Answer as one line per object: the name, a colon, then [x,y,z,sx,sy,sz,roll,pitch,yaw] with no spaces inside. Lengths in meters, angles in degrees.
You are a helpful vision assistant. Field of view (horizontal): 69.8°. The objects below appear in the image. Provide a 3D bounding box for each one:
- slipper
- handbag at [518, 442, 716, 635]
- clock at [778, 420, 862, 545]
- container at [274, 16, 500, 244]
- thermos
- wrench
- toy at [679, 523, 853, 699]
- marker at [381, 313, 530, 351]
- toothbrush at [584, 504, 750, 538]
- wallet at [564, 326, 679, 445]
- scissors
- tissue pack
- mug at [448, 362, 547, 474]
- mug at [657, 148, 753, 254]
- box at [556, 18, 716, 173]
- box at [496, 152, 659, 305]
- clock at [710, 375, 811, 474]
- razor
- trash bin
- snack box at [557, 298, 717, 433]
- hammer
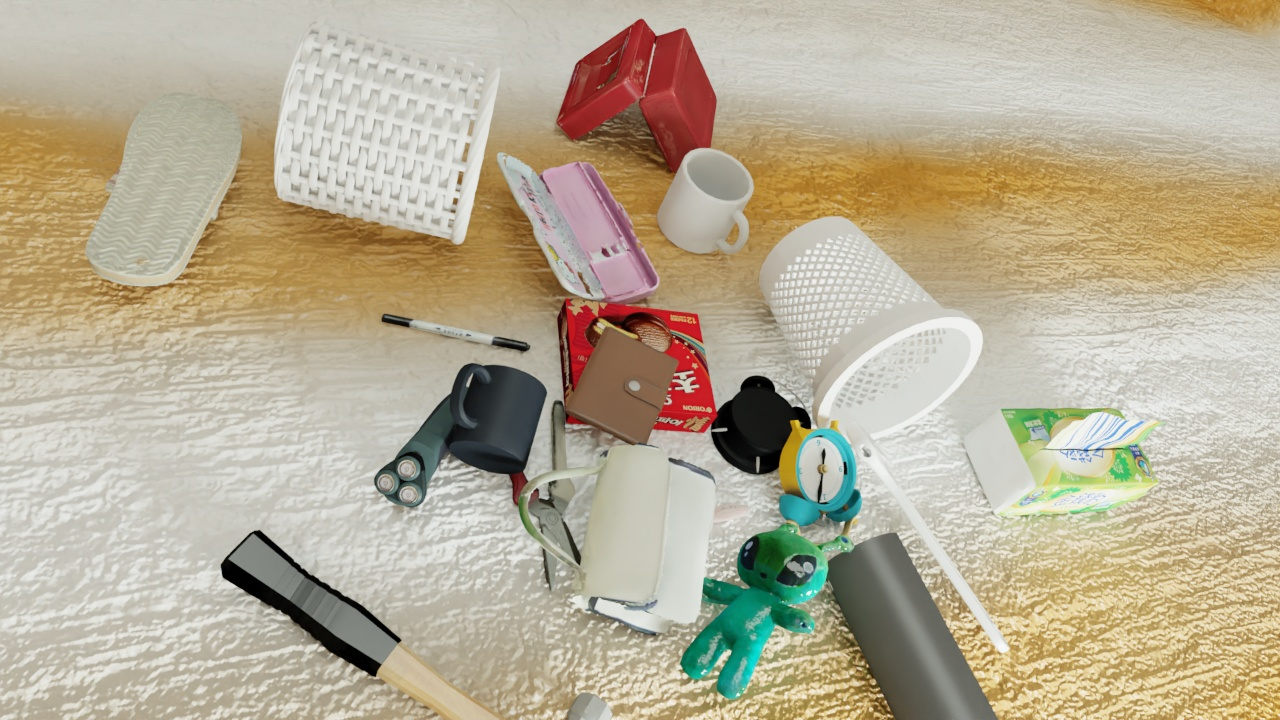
slipper: [-0.463,-0.166,0.895,0.115,0.052,0.262,8,49,-15]
handbag: [-0.023,0.146,0.810,0.176,0.074,0.151,22,59,-16]
clock: [0.183,0.126,0.939,0.099,0.044,0.129,1,83,-33]
container: [-0.255,-0.232,0.941,0.186,0.190,0.189,12,52,-13]
thermos: [0.258,0.286,0.845,0.082,0.082,0.240,-9,60,-28]
wrench: [0.297,0.180,0.955,0.273,0.018,0.066,58,14,13]
toy: [0.112,0.219,0.835,0.131,0.072,0.192,15,53,41]
marker: [-0.187,-0.028,0.935,0.152,0.011,0.011,12,52,-14]
toothbrush: [0.031,0.156,0.888,0.181,0.018,0.015,-5,61,-27]
wallet: [-0.016,0.025,0.917,0.087,0.013,0.120,26,50,-3]
scissors: [-0.095,0.112,0.868,0.185,0.015,0.178,31,50,1]
tissue pack: [0.498,0.099,1.043,0.197,0.142,0.120,-4,58,-25]
mug: [-0.136,0.046,0.826,0.071,0.105,0.077,-1,59,26]
mug: [0.086,-0.182,1.110,0.090,0.090,0.121,-24,67,-34]
box: [0.013,-0.334,1.199,0.170,0.157,0.156,39,44,-29]
box: [-0.076,-0.146,1.039,0.153,0.067,0.201,-7,58,-39]
clock: [0.131,0.065,0.979,0.091,0.043,0.120,43,51,11]
razor: [-0.189,0.074,0.842,0.047,0.052,0.142,27,40,1]
trash bin: [0.237,-0.046,1.025,0.195,0.196,0.199,-6,49,-26]
snack box: [-0.006,0.006,0.970,0.152,0.036,0.132,5,54,-19]
hammer: [-0.185,0.243,0.721,0.328,0.039,0.130,34,51,4]
